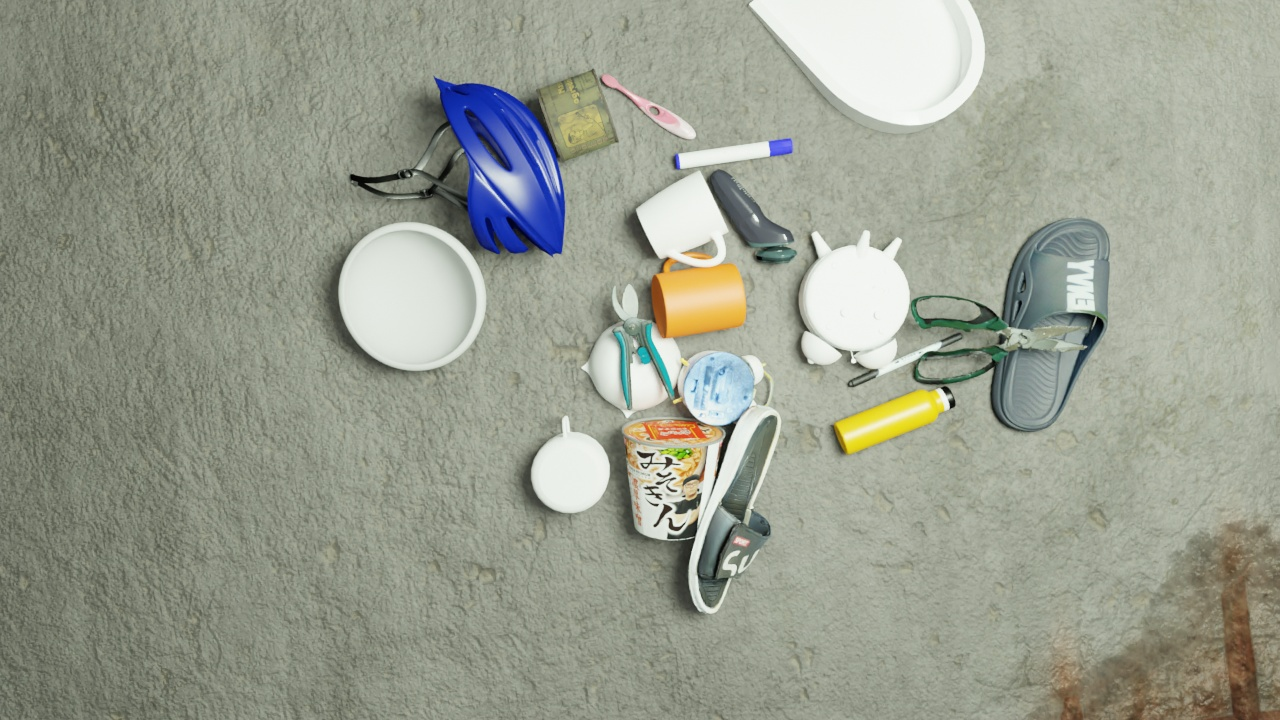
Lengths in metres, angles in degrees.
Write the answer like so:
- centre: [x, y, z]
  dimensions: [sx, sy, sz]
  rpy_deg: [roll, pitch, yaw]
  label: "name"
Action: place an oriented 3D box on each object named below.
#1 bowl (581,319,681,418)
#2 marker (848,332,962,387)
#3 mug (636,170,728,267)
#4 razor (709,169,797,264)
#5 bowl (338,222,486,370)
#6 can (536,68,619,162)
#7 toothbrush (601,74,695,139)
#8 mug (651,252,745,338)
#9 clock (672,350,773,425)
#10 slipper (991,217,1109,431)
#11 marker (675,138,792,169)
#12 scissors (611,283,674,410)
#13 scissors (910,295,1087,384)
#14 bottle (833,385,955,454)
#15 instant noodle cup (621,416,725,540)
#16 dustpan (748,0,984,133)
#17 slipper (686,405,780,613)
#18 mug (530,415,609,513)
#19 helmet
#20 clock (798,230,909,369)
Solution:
- centre: [-0.007, 0.007, 1.122]
  dimensions: [0.115, 0.050, 0.114]
  rpy_deg: [0, 93, 1]
  label: "bowl"
- centre: [0.328, 0.000, 1.136]
  dimensions: [0.152, 0.011, 0.011]
  rpy_deg: [-24, 93, 2]
  label: "marker"
- centre: [0.055, -0.156, 1.092]
  dimensions: [0.088, 0.081, 0.114]
  rpy_deg: [-26, 72, 8]
  label: "mug"
- centre: [0.135, -0.175, 1.116]
  dimensions: [0.052, 0.047, 0.143]
  rpy_deg: [-37, 89, 27]
  label: "razor"
- centre: [-0.268, -0.079, 1.108]
  dimensions: [0.176, 0.066, 0.177]
  rpy_deg: [1, 102, 5]
  label: "bowl"
- centre: [-0.075, -0.289, 1.087]
  dimensions: [0.074, 0.090, 0.090]
  rpy_deg: [-19, 93, 2]
  label: "can"
- centre: [0.010, -0.310, 1.123]
  dimensions: [0.135, 0.016, 0.021]
  rpy_deg: [33, 94, -3]
  label: "toothbrush"
- centre: [0.065, -0.086, 1.104]
  dimensions: [0.096, 0.078, 0.112]
  rpy_deg: [-9, 59, -9]
  label: "mug"
- centre: [0.104, 0.034, 1.117]
  dimensions: [0.125, 0.052, 0.089]
  rpy_deg: [9, 96, -14]
  label: "clock"
- centre: [0.494, -0.042, 1.097]
  dimensions: [0.111, 0.083, 0.268]
  rpy_deg: [14, 95, 2]
  label: "slipper"
- centre: [0.114, -0.253, 1.120]
  dimensions: [0.141, 0.020, 0.020]
  rpy_deg: [-8, 93, 1]
  label: "marker"
- centre: [-0.002, -0.009, 1.085]
  dimensions: [0.154, 0.019, 0.126]
  rpy_deg: [35, 91, 0]
  label: "scissors"
- centre: [0.419, -0.008, 1.091]
  dimensions: [0.210, 0.015, 0.137]
  rpy_deg: [11, 124, 13]
  label: "scissors"
- centre: [0.313, 0.070, 1.124]
  dimensions: [0.143, 0.043, 0.043]
  rpy_deg: [-22, 93, 2]
  label: "bottle"
- centre: [0.037, 0.142, 1.102]
  dimensions: [0.123, 0.123, 0.122]
  rpy_deg: [2, 102, 1]
  label: "instant noodle cup"
- centre: [0.288, -0.395, 1.093]
  dimensions: [0.191, 0.053, 0.258]
  rpy_deg: [-40, 92, 3]
  label: "dustpan"
- centre: [0.125, 0.185, 1.100]
  dimensions: [0.063, 0.111, 0.264]
  rpy_deg: [16, 89, 33]
  label: "slipper"
- centre: [-0.086, 0.125, 1.121]
  dimensions: [0.094, 0.068, 0.115]
  rpy_deg: [-6, 93, 1]
  label: "mug"
- centre: [-0.207, -0.204, 1.062]
  dimensions: [0.227, 0.148, 0.241]
  rpy_deg: [-25, 92, -3]
  label: "helmet"
- centre: [0.257, -0.072, 1.102]
  dimensions: [0.125, 0.073, 0.161]
  rpy_deg: [4, 93, 1]
  label: "clock"
